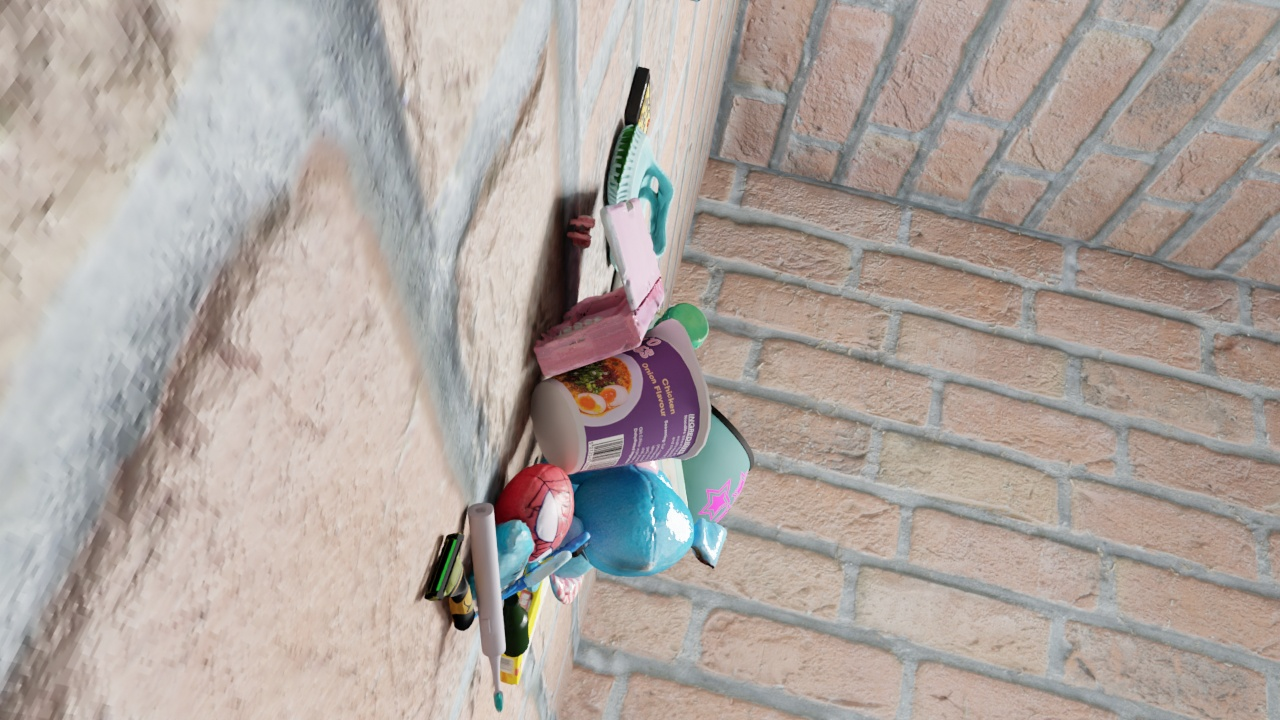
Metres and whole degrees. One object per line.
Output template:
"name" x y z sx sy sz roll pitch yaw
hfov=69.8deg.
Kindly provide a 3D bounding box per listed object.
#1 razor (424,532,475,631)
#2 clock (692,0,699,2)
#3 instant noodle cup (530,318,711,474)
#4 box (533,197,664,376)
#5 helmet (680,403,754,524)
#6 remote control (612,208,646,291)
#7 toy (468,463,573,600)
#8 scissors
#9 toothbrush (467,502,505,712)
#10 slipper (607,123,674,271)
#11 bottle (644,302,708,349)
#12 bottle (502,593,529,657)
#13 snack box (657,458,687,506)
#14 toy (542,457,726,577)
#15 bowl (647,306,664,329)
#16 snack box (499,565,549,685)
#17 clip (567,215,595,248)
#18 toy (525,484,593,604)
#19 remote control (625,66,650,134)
"razor" -0.127 0.163 0.635 0.144 0.021 0.044 103 2 -60
"clock" 0.045 -0.406 0.823 0.117 0.060 0.162 -70 172 -68
"instant noodle cup" -0.023 0.038 0.803 0.122 0.121 0.137 38 -48 44
"box" -0.039 -0.077 0.822 0.232 0.107 0.115 -59 129 -75
"helmet" 0.035 0.171 1.264 0.200 0.176 0.275 -42 167 -13
"remote control" -0.017 -0.140 1.223 0.050 0.022 0.133 -69 172 -63
"toy" -0.095 0.137 0.738 0.132 0.062 0.092 -57 163 -48
"scissors" -0.089 0.179 0.748 0.125 0.016 0.123 -34 173 -17
"toothbrush" -0.111 0.189 0.682 0.019 0.018 0.188 -118 -155 -61
"slipper" 0.004 -0.177 1.044 0.276 0.069 0.116 87 14 -77
"bottle" -0.006 0.005 0.929 0.210 0.068 0.068 -39 -151 51
"bottle" -0.128 0.263 0.921 0.123 0.033 0.032 99 6 -53
"snack box" -0.012 0.099 1.037 0.142 0.044 0.193 -33 -121 52
"toy" -0.008 0.125 0.889 0.099 0.223 0.191 -54 -145 39
"bowl" -0.008 0.005 1.178 0.094 0.160 0.159 -32 -160 26
"snack box" -0.130 0.285 1.052 0.075 0.025 0.151 100 4 -48
"clip" -0.048 -0.116 0.793 0.060 0.023 0.045 99 2 -73
"toy" -0.071 0.167 0.948 0.180 0.115 0.183 26 74 -74
"remote control" -0.002 -0.269 1.013 0.133 0.013 0.058 79 26 -83
